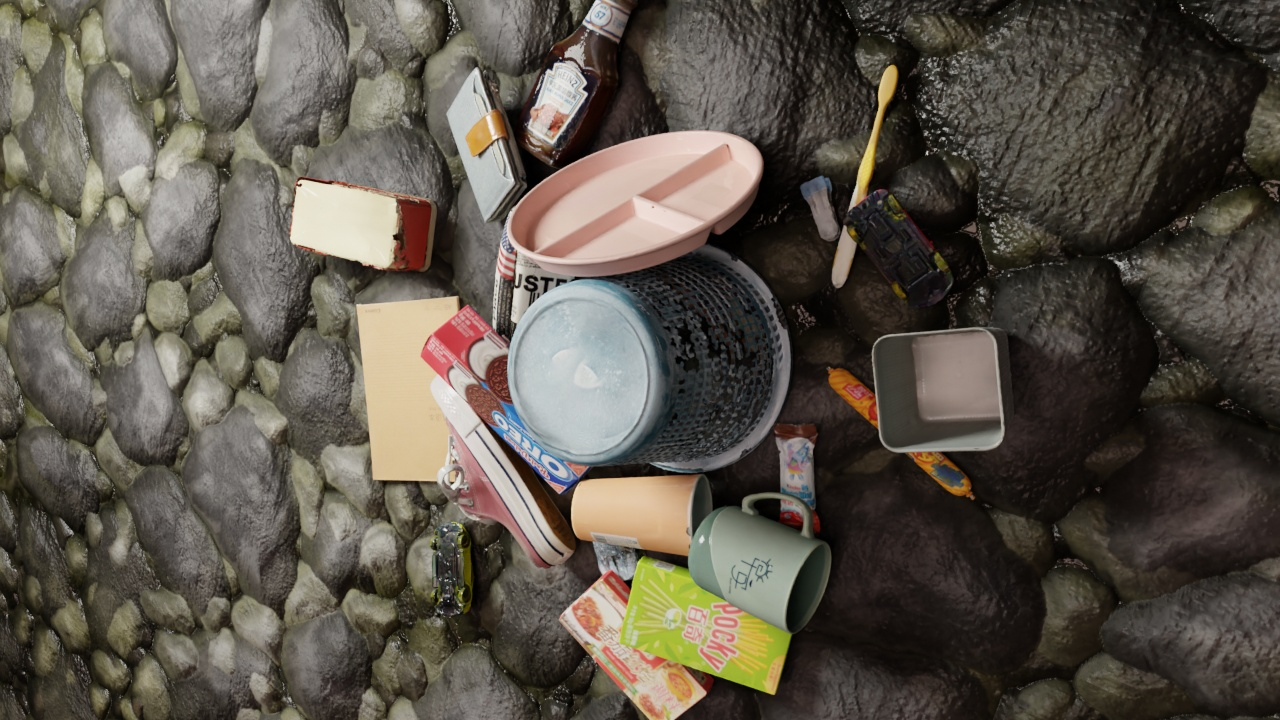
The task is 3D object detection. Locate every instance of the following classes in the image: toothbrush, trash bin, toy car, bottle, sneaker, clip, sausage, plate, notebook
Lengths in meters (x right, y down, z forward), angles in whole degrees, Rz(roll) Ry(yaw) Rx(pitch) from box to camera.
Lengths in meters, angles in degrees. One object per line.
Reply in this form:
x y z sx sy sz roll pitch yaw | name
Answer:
0.194 -0.155 0.790 0.016 0.018 0.191 19 106 28 | toothbrush
-0.005 0.005 0.813 0.227 0.194 0.226 3 97 29 | trash bin
-0.211 0.237 1.044 0.048 0.032 0.105 -10 79 30 | toy car
-0.055 -0.287 0.897 0.080 0.044 0.195 38 111 24 | bottle
-0.031 0.175 0.938 0.049 0.031 0.105 -21 84 28 | toy car
-0.165 0.123 0.968 0.088 0.118 0.241 -34 83 6 | sneaker
0.160 -0.133 0.808 0.025 0.035 0.058 -17 86 27 | clip
0.222 0.061 0.791 0.165 0.021 0.021 43 113 18 | sausage
-0.004 -0.138 0.801 0.230 0.228 0.028 3 130 29 | plate
-0.260 0.035 1.063 0.150 0.012 0.211 -2 94 28 | notebook
0.218 -0.093 0.772 0.049 0.031 0.106 -39 86 25 | toy car

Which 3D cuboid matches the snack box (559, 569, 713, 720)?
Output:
-0.005 0.291 0.923 0.153 0.025 0.075 46 115 6 | snack box

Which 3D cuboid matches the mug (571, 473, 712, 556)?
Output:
0.000 0.146 0.878 0.123 0.078 0.078 -1 95 19 | mug

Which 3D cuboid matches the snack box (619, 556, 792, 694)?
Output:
0.064 0.249 0.870 0.156 0.026 0.086 15 98 11 | snack box

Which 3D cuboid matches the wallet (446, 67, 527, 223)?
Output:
-0.161 -0.219 0.945 0.107 0.036 0.129 -31 77 60 | wallet

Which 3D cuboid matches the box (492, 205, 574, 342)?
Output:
-0.118 -0.078 0.956 0.087 0.075 0.162 26 113 55 | box

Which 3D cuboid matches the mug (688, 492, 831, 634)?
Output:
0.107 0.168 0.815 0.106 0.082 0.112 19 95 35 | mug

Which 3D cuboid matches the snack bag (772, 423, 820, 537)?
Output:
0.143 0.108 0.836 0.045 0.026 0.105 2 97 41 | snack bag

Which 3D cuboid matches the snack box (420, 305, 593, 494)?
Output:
-0.125 0.040 0.923 0.207 0.058 0.057 45 143 -1 | snack box

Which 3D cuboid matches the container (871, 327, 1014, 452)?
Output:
0.244 0.018 0.721 0.090 0.114 0.090 -4 93 29 | container

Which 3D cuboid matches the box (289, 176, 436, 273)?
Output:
-0.322 -0.153 1.038 0.168 0.078 0.091 15 101 28 | box
